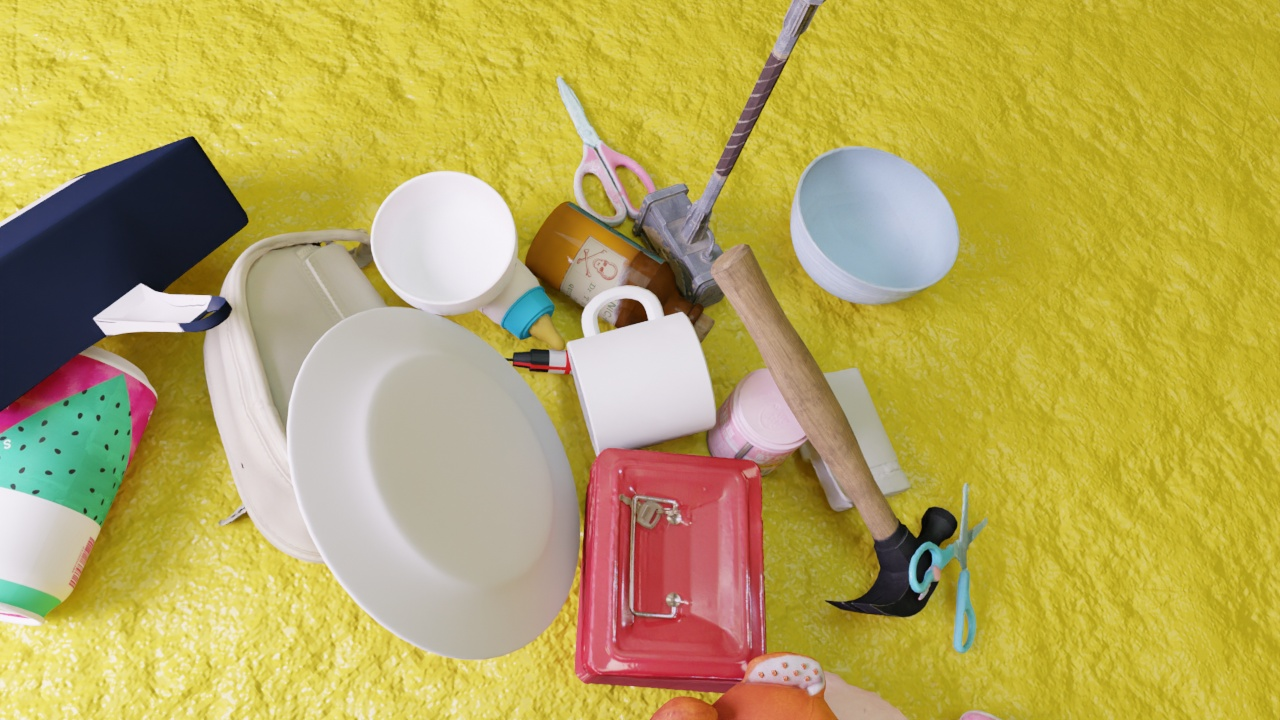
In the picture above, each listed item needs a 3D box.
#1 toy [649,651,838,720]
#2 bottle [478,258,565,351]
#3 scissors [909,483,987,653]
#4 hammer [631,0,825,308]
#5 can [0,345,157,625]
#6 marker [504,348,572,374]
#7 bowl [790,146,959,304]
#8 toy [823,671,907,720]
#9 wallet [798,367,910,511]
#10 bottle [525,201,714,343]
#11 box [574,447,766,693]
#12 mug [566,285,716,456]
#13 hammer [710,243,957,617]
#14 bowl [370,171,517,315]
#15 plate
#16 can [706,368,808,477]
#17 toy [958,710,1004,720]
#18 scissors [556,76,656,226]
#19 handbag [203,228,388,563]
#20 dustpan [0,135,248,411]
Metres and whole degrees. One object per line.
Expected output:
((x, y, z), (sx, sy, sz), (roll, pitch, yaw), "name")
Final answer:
((0.053, 0.268, 0.569), (0.172, 0.093, 0.164), (-23, 98, -6), "toy")
((-0.112, -0.059, 0.732), (0.146, 0.051, 0.051), (45, 62, 9), "bottle")
((0.248, 0.167, 0.712), (0.135, 0.015, 0.126), (-22, 99, -40), "scissors")
((0.068, -0.154, 0.668), (0.044, 0.323, 0.098), (-23, 72, -23), "hammer")
((-0.378, 0.074, 0.577), (0.088, 0.088, 0.165), (14, 62, -7), "can")
((-0.039, 0.002, 0.738), (0.145, 0.019, 0.019), (3, 64, -13), "marker")
((0.197, -0.109, 0.820), (0.150, 0.075, 0.150), (6, 63, -12), "bowl")
((0.132, 0.273, 0.633), (0.108, 0.053, 0.105), (32, 72, 2), "toy")
((0.167, 0.065, 0.756), (0.086, 0.032, 0.116), (-5, 63, -28), "wallet")
((-0.012, -0.062, 0.749), (0.157, 0.068, 0.067), (33, 61, 3), "bottle")
((0.020, 0.146, 0.644), (0.129, 0.087, 0.158), (8, 64, -12), "box")
((-0.004, 0.004, 0.687), (0.090, 0.091, 0.121), (-15, 93, -6), "mug")
((0.135, 0.055, 0.664), (0.132, 0.040, 0.305), (-45, 111, -35), "hammer")
((-0.142, -0.082, 0.681), (0.105, 0.054, 0.104), (0, 73, -1), "bowl")
((-0.118, 0.071, 0.602), (0.242, 0.016, 0.242), (37, 38, -36), "plate")
((0.093, 0.050, 0.715), (0.067, 0.076, 0.067), (6, 63, -12), "can")
((0.241, 0.351, 0.578), (0.186, 0.128, 0.264), (38, 56, 10), "toy")
((-0.045, -0.196, 0.838), (0.076, 0.017, 0.174), (-19, 71, -20), "scissors")
((-0.222, 0.025, 0.657), (0.183, 0.132, 0.229), (-23, 73, -49), "handbag")
((-0.364, -0.047, 0.584), (0.235, 0.274, 0.080), (-56, 131, -41), "dustpan")
